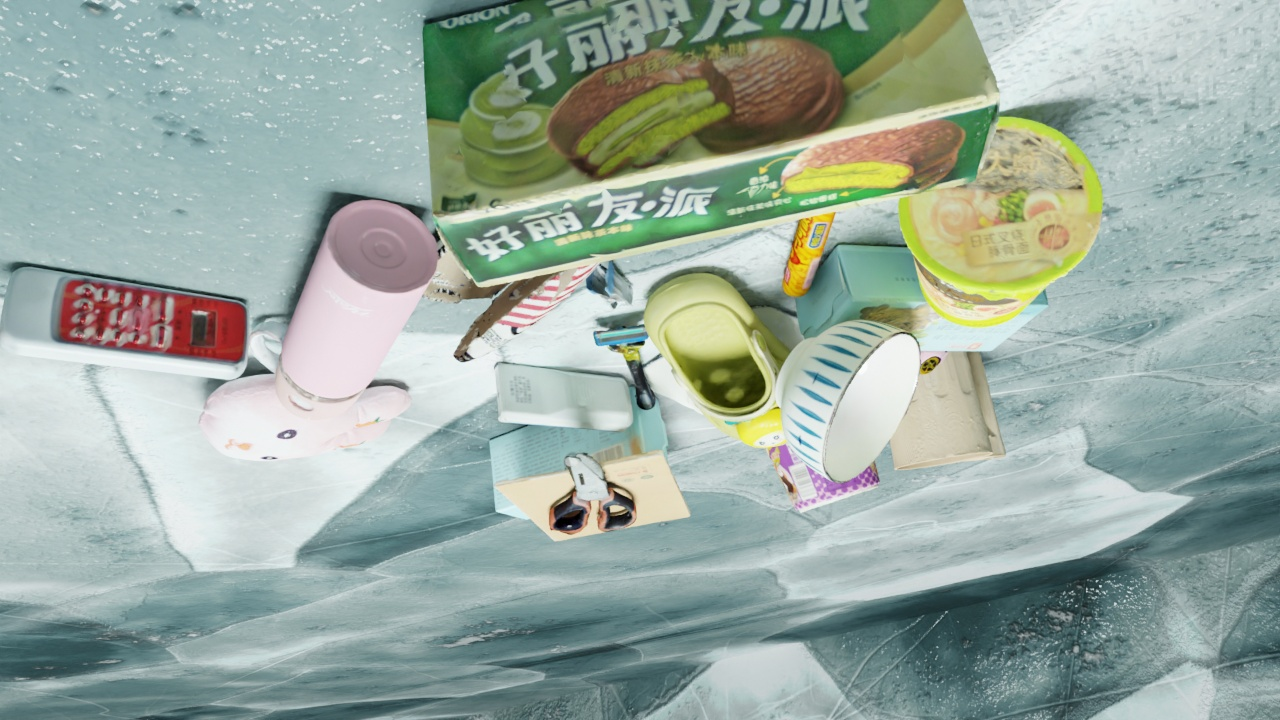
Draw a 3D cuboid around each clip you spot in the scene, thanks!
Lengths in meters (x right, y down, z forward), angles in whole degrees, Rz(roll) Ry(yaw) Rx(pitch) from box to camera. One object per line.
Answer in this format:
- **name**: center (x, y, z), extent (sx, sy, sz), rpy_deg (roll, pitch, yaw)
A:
- **clip**: center (-0.021, -0.052, 0.644), extent (0.038, 0.026, 0.058), rpy_deg (-5, 165, 20)

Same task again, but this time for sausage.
- **sausage**: center (0.116, -0.086, 0.618), extent (0.021, 0.021, 0.165), rpy_deg (-7, 154, -4)

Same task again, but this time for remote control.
- **remote control**: center (-0.063, 0.031, 0.773), extent (0.124, 0.049, 0.024), rpy_deg (6, 148, -30)
- **remote control**: center (-0.316, -0.022, 0.572), extent (0.135, 0.055, 0.020), rpy_deg (10, 151, -33)

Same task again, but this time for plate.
- **plate**: center (0.095, 0.014, 0.805), extent (0.164, 0.034, 0.164), rpy_deg (13, 146, -39)

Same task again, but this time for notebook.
- **notebook**: center (-0.036, 0.132, 0.863), extent (0.148, 0.008, 0.208), rpy_deg (-11, 155, 5)

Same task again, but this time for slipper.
- **slipper**: center (0.069, 0.017, 0.701), extent (0.092, 0.081, 0.190), rpy_deg (-24, 130, 22)

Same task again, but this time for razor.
- **razor**: center (-0.005, 0.004, 0.761), extent (0.043, 0.022, 0.143), rpy_deg (-7, 151, 8)

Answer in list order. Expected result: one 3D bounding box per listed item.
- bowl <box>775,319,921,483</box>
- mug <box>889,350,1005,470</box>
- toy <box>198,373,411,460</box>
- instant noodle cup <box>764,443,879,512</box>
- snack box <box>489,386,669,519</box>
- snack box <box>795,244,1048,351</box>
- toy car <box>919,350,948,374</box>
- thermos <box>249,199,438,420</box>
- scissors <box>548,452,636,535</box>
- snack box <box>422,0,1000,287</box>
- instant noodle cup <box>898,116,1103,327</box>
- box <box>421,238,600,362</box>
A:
- **bowl**: center (0.140, 0.021, 0.653), extent (0.116, 0.066, 0.117), rpy_deg (-28, 133, -36)
- **mug**: center (0.274, 0.040, 0.823), extent (0.124, 0.103, 0.084), rpy_deg (0, 165, -33)
- **toy**: center (-0.268, 0.045, 0.738), extent (0.159, 0.054, 0.122), rpy_deg (0, 155, -36)
- **instant noodle cup**: center (0.174, 0.088, 0.883), extent (0.111, 0.099, 0.112), rpy_deg (-19, 169, -4)
- **snack box**: center (-0.060, 0.090, 0.865), extent (0.175, 0.074, 0.051), rpy_deg (-21, 152, 25)
- **snack box**: center (0.213, -0.045, 0.699), extent (0.174, 0.051, 0.074), rpy_deg (0, 152, -17)
- **toy car**: center (0.197, -0.014, 0.748), extent (0.122, 0.056, 0.037), rpy_deg (-6, 129, -25)
- **thermos**: center (-0.201, -0.028, 0.598), extent (0.087, 0.067, 0.199), rpy_deg (35, 142, -12)
- **scissors**: center (-0.056, 0.120, 0.800), extent (0.186, 0.015, 0.208), rpy_deg (-25, 150, 33)
- **snack box**: center (0.024, -0.117, 0.417), extent (0.240, 0.114, 0.063), rpy_deg (-11, 154, 5)
- **instant noodle cup**: center (0.223, -0.075, 0.588), extent (0.112, 0.111, 0.123), rpy_deg (-14, 161, 11)
- **box**: center (-0.081, -0.068, 0.561), extent (0.087, 0.076, 0.163), rpy_deg (45, 133, -12)
